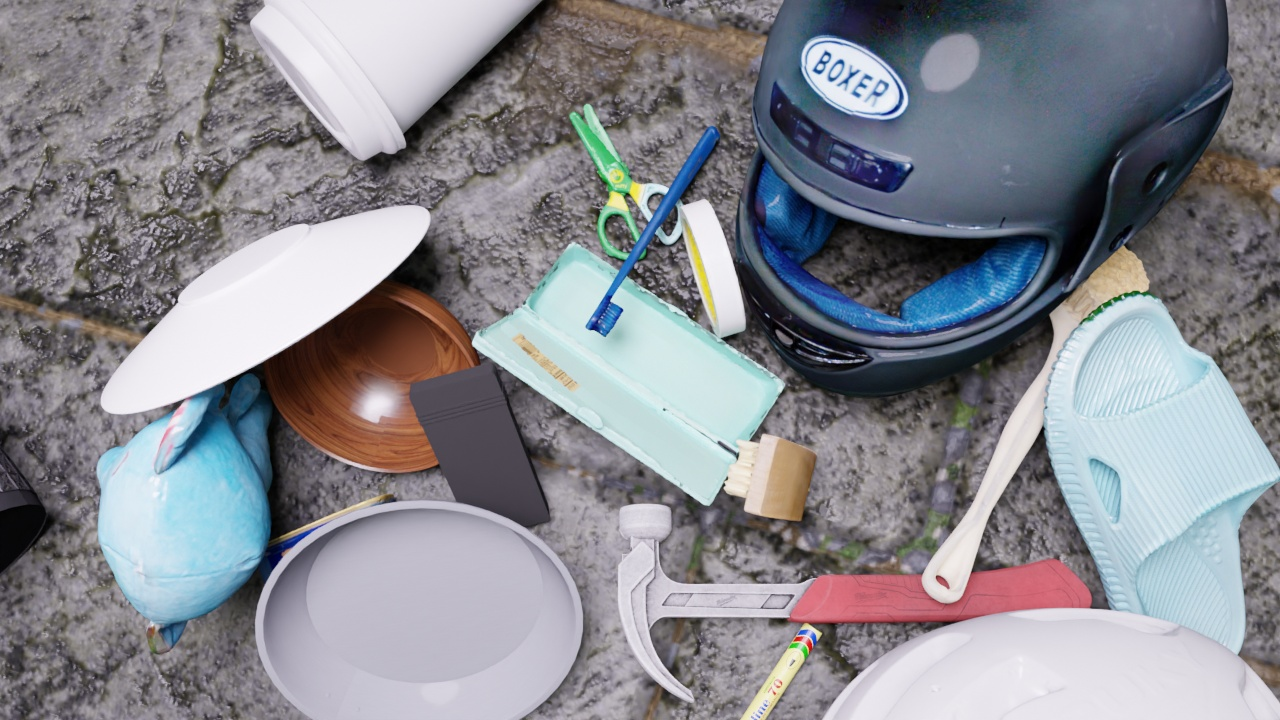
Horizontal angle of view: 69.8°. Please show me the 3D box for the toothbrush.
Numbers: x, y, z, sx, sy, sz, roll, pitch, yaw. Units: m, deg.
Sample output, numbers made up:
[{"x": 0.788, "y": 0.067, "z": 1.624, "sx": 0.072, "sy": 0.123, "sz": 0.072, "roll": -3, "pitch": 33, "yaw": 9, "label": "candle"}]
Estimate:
[{"x": 0.013, "y": -0.093, "z": 0.641, "sx": 0.017, "sy": 0.016, "sz": 0.189, "roll": 33, "pitch": 66, "yaw": -7, "label": "toothbrush"}]

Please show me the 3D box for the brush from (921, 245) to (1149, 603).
[{"x": 0.257, "y": 0.037, "z": 0.609, "sx": 0.062, "sy": 0.077, "sz": 0.272, "roll": 27, "pitch": 82, "yaw": 18, "label": "brush"}]

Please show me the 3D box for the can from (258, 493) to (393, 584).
[{"x": -0.209, "y": 0.138, "z": 0.633, "sx": 0.100, "sy": 0.054, "sz": 0.059, "roll": -24, "pitch": 84, "yaw": 0, "label": "can"}]

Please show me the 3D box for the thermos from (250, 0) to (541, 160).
[{"x": -0.147, "y": -0.254, "z": 0.649, "sx": 0.221, "sy": 0.132, "sz": 0.131, "roll": -42, "pitch": 83, "yaw": -11, "label": "thermos"}]

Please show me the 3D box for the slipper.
[{"x": 0.332, "y": 0.093, "z": 0.573, "sx": 0.116, "sy": 0.069, "sz": 0.276, "roll": -22, "pitch": 101, "yaw": -8, "label": "slipper"}]

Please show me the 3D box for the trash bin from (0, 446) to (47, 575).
[{"x": -0.541, "y": 0.061, "z": 0.587, "sx": 0.217, "sy": 0.217, "sz": 0.243, "roll": -44, "pitch": 90, "yaw": -3, "label": "trash bin"}]

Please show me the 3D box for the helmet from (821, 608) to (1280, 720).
[{"x": 0.225, "y": 0.239, "z": 0.523, "sx": 0.282, "sy": 0.224, "sz": 0.183, "roll": -10, "pitch": 59, "yaw": -3, "label": "helmet"}]

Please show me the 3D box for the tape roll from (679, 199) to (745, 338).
[{"x": 0.049, "y": -0.062, "z": 0.626, "sx": 0.019, "sy": 0.094, "sz": 0.094, "roll": -17, "pitch": 83, "yaw": 0, "label": "tape roll"}]

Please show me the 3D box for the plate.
[{"x": -0.242, "y": -0.050, "z": 0.580, "sx": 0.229, "sy": 0.229, "sz": 0.030, "roll": -28, "pitch": 117, "yaw": -1, "label": "plate"}]

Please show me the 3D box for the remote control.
[{"x": -0.105, "y": 0.064, "z": 0.615, "sx": 0.058, "sy": 0.013, "sz": 0.133, "roll": -14, "pitch": 125, "yaw": 0, "label": "remote control"}]

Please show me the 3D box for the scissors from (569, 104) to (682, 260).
[{"x": -0.011, "y": -0.138, "z": 0.678, "sx": 0.071, "sy": 0.014, "sz": 0.130, "roll": -21, "pitch": 84, "yaw": 0, "label": "scissors"}]

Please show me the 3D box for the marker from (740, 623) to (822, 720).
[{"x": 0.082, "y": 0.238, "z": 0.628, "sx": 0.014, "sy": 0.014, "sz": 0.132, "roll": 34, "pitch": 86, "yaw": 6, "label": "marker"}]

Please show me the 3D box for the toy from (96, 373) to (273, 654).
[{"x": -0.282, "y": 0.076, "z": 0.578, "sx": 0.114, "sy": 0.180, "sz": 0.184, "roll": 10, "pitch": 115, "yaw": -12, "label": "toy"}]

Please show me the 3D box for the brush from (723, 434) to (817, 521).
[{"x": 0.088, "y": 0.077, "z": 0.603, "sx": 0.039, "sy": 0.117, "sz": 0.049, "roll": 13, "pitch": 85, "yaw": 22, "label": "brush"}]

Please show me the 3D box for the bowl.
[{"x": -0.174, "y": -0.001, "z": 0.631, "sx": 0.147, "sy": 0.068, "sz": 0.147, "roll": 3, "pitch": 123, "yaw": 5, "label": "bowl"}]

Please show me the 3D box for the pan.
[{"x": -0.191, "y": 0.222, "z": 0.607, "sx": 0.200, "sy": 0.050, "sz": 0.357, "roll": 38, "pitch": 106, "yaw": -24, "label": "pan"}]

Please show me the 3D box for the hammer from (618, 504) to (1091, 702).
[{"x": 0.143, "y": 0.163, "z": 0.618, "sx": 0.315, "sy": 0.036, "sz": 0.126, "roll": 0, "pitch": 69, "yaw": -1, "label": "hammer"}]

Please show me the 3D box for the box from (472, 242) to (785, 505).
[{"x": -0.006, "y": 0.009, "z": 0.627, "sx": 0.187, "sy": 0.057, "sz": 0.137, "roll": 35, "pitch": 53, "yaw": 7, "label": "box"}]

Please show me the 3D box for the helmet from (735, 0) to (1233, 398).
[{"x": 0.179, "y": -0.147, "z": 0.538, "sx": 0.316, "sy": 0.236, "sz": 0.249, "roll": -44, "pitch": 60, "yaw": -3, "label": "helmet"}]
